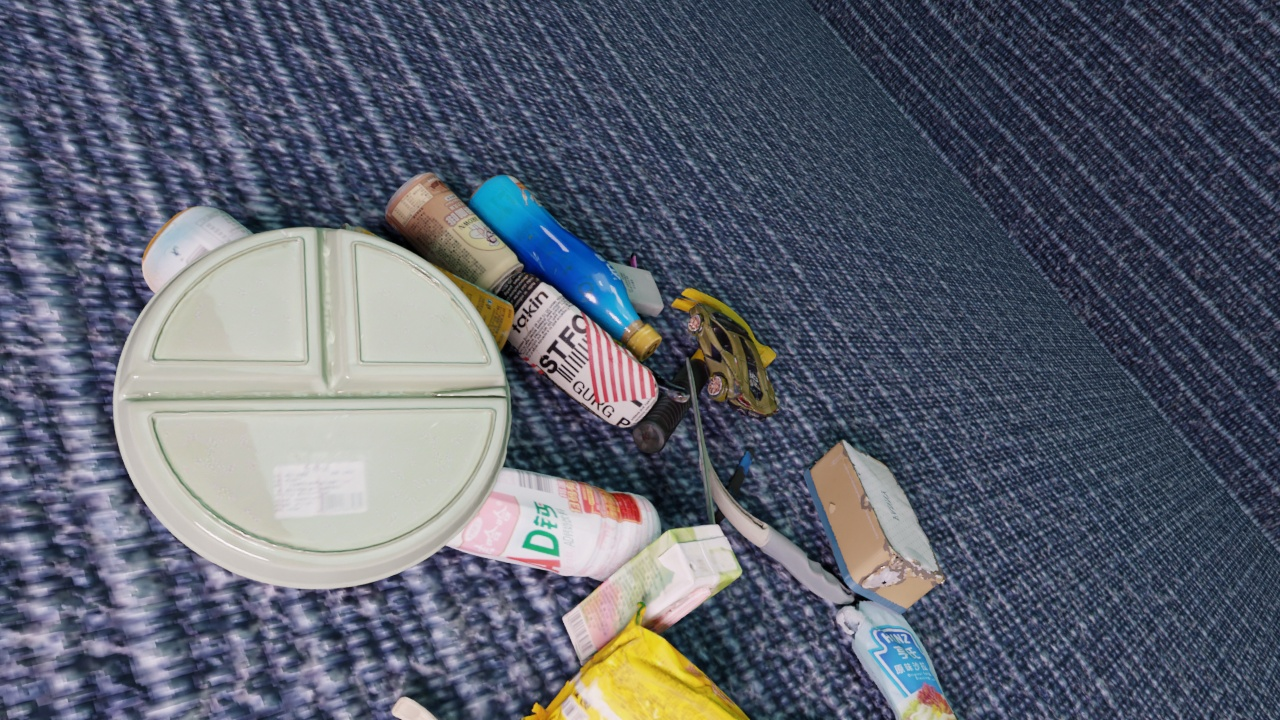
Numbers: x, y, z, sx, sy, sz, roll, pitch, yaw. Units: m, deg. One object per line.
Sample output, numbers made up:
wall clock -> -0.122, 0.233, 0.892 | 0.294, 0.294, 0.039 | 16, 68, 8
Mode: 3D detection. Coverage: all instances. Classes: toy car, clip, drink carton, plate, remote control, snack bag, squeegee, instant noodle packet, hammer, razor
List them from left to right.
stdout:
plate -> -0.185, 0.019, 0.550 | 0.230, 0.028, 0.229 | 9, 67, -22
clip -> -0.098, 0.226, 0.501 | 0.100, 0.035, 0.072 | 28, 34, -10
remote control -> -0.041, -0.079, 0.926 | 0.135, 0.019, 0.056 | 9, 44, -34
razor -> -0.005, 0.005, 0.843 | 0.042, 0.022, 0.143 | -3, 29, -44
instant noodle packet -> 0.005, 0.229, 0.559 | 0.128, 0.110, 0.044 | 44, -5, 3
drink carton -> 0.006, 0.159, 0.612 | 0.053, 0.123, 0.045 | 6, 49, -47
hammer -> 0.057, 0.011, 0.935 | 0.129, 0.033, 0.299 | 43, 31, -2
toy car -> 0.092, -0.003, 0.923 | 0.070, 0.042, 0.158 | 20, 36, -37
squeegee -> 0.109, 0.147, 0.812 | 0.246, 0.039, 0.246 | 47, 18, -23
snack bag -> 0.242, 0.297, 0.808 | 0.110, 0.039, 0.190 | 9, 44, -35

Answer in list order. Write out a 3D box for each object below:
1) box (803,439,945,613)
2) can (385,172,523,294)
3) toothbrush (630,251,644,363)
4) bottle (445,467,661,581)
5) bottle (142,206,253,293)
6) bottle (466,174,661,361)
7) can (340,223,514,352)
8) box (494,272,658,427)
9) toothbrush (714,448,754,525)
box -> 0.227, 0.157, 0.916 | 0.089, 0.063, 0.184 | 31, 23, -23
can -> -0.160, -0.103, 0.790 | 0.116, 0.059, 0.058 | 45, 31, 0
toothbrush -> -0.008, -0.059, 0.963 | 0.017, 0.014, 0.188 | 20, 37, -20
bottle -> -0.081, 0.109, 0.628 | 0.196, 0.068, 0.068 | 17, 40, -31
bottle -> -0.229, -0.020, 0.601 | 0.189, 0.068, 0.067 | 39, 31, -9
bottle -> -0.069, -0.081, 0.838 | 0.218, 0.065, 0.065 | 43, 30, 15
can -> -0.173, -0.049, 0.711 | 0.146, 0.058, 0.058 | 27, 35, -27
box -> -0.054, -0.011, 0.791 | 0.162, 0.076, 0.086 | 37, 19, 1
toothbrush -> 0.085, 0.125, 0.848 | 0.014, 0.016, 0.189 | 49, 30, -5
